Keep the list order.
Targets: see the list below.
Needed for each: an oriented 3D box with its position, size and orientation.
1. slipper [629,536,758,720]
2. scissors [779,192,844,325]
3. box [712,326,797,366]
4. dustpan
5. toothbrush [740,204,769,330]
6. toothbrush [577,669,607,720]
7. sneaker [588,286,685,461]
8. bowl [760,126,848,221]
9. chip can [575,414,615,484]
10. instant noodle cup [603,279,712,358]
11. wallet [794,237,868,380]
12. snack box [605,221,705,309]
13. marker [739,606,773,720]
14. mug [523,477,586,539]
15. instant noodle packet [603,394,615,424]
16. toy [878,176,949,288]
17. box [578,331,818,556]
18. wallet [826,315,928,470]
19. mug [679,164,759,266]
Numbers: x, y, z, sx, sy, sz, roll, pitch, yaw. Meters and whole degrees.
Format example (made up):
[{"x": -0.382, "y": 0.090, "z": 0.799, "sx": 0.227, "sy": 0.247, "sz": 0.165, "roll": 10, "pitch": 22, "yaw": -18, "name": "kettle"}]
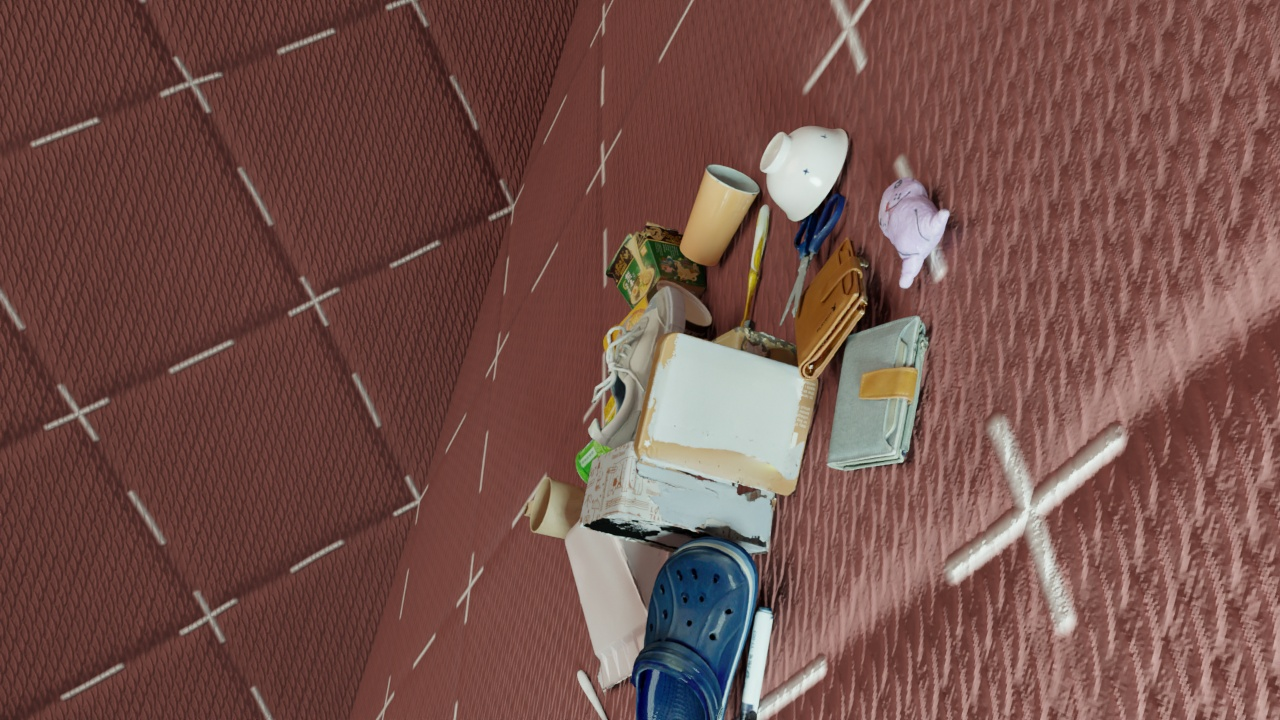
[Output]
[{"x": 0.038, "y": 0.292, "z": 0.891, "sx": 0.095, "sy": 0.105, "sz": 0.253, "roll": -11, "pitch": -66, "yaw": -61, "name": "slipper"}, {"x": 0.179, "y": -0.110, "z": 1.014, "sx": 0.171, "sy": 0.012, "sz": 0.141, "roll": -59, "pitch": 14, "yaw": 2, "name": "scissors"}, {"x": 0.101, "y": 0.020, "z": 1.045, "sx": 0.185, "sy": 0.089, "sz": 0.059, "roll": 143, "pitch": 141, "yaw": -62, "name": "box"}, {"x": 0.007, "y": 0.258, "z": 1.174, "sx": 0.223, "sy": 0.138, "sz": 0.273, "roll": -49, "pitch": 56, "yaw": 56, "name": "dustpan"}, {"x": 0.145, "y": -0.111, "z": 1.147, "sx": 0.018, "sy": 0.016, "sz": 0.191, "roll": -14, "pitch": 60, "yaw": 55, "name": "toothbrush"}, {"x": -0.061, "y": 0.450, "z": 1.201, "sx": 0.016, "sy": 0.016, "sz": 0.180, "roll": -69, "pitch": 20, "yaw": 2, "name": "toothbrush"}, {"x": -0.006, "y": 0.006, "z": 1.094, "sx": 0.090, "sy": 0.090, "sz": 0.241, "roll": 121, "pitch": 164, "yaw": -53, "name": "sneaker"}, {"x": 0.180, "y": -0.229, "z": 1.068, "sx": 0.119, "sy": 0.064, "sz": 0.118, "roll": -55, "pitch": 19, "yaw": 30, "name": "bowl"}, {"x": -0.002, "y": 0.087, "z": 1.224, "sx": 0.222, "sy": 0.072, "sz": 0.072, "roll": -48, "pitch": 29, "yaw": 27, "name": "chip can"}, {"x": 0.029, "y": -0.038, "z": 1.258, "sx": 0.115, "sy": 0.118, "sz": 0.118, "roll": -52, "pitch": 26, "yaw": 26, "name": "instant noodle cup"}, {"x": 0.190, "y": -0.054, "z": 0.923, "sx": 0.108, "sy": 0.031, "sz": 0.131, "roll": -58, "pitch": 11, "yaw": 32, "name": "wallet"}, {"x": 0.030, "y": -0.117, "z": 1.335, "sx": 0.118, "sy": 0.118, "sz": 0.105, "roll": -56, "pitch": 35, "yaw": 37, "name": "snack box"}, {"x": 0.110, "y": 0.301, "z": 0.876, "sx": 0.023, "sy": 0.018, "sz": 0.130, "roll": -12, "pitch": 61, "yaw": 57, "name": "marker"}, {"x": -0.112, "y": 0.234, "z": 1.397, "sx": 0.125, "sy": 0.103, "sz": 0.084, "roll": -30, "pitch": 45, "yaw": 62, "name": "mug"}, {"x": -0.015, "y": 0.062, "z": 1.381, "sx": 0.129, "sy": 0.044, "sz": 0.110, "roll": -59, "pitch": 16, "yaw": 23, "name": "instant noodle packet"}, {"x": 0.249, "y": -0.127, "z": 0.850, "sx": 0.107, "sy": 0.039, "sz": 0.084, "roll": -100, "pitch": 25, "yaw": -51, "name": "toy"}, {"x": 0.052, "y": 0.100, "z": 0.969, "sx": 0.157, "sy": 0.180, "sz": 0.226, "roll": 176, "pitch": 108, "yaw": -71, "name": "box"}, {"x": 0.209, "y": 0.029, "z": 0.822, "sx": 0.107, "sy": 0.037, "sz": 0.129, "roll": 153, "pitch": 133, "yaw": -65, "name": "wallet"}, {"x": 0.102, "y": -0.196, "z": 1.254, "sx": 0.078, "sy": 0.078, "sz": 0.123, "roll": -101, "pitch": 31, "yaw": -54, "name": "mug"}]
